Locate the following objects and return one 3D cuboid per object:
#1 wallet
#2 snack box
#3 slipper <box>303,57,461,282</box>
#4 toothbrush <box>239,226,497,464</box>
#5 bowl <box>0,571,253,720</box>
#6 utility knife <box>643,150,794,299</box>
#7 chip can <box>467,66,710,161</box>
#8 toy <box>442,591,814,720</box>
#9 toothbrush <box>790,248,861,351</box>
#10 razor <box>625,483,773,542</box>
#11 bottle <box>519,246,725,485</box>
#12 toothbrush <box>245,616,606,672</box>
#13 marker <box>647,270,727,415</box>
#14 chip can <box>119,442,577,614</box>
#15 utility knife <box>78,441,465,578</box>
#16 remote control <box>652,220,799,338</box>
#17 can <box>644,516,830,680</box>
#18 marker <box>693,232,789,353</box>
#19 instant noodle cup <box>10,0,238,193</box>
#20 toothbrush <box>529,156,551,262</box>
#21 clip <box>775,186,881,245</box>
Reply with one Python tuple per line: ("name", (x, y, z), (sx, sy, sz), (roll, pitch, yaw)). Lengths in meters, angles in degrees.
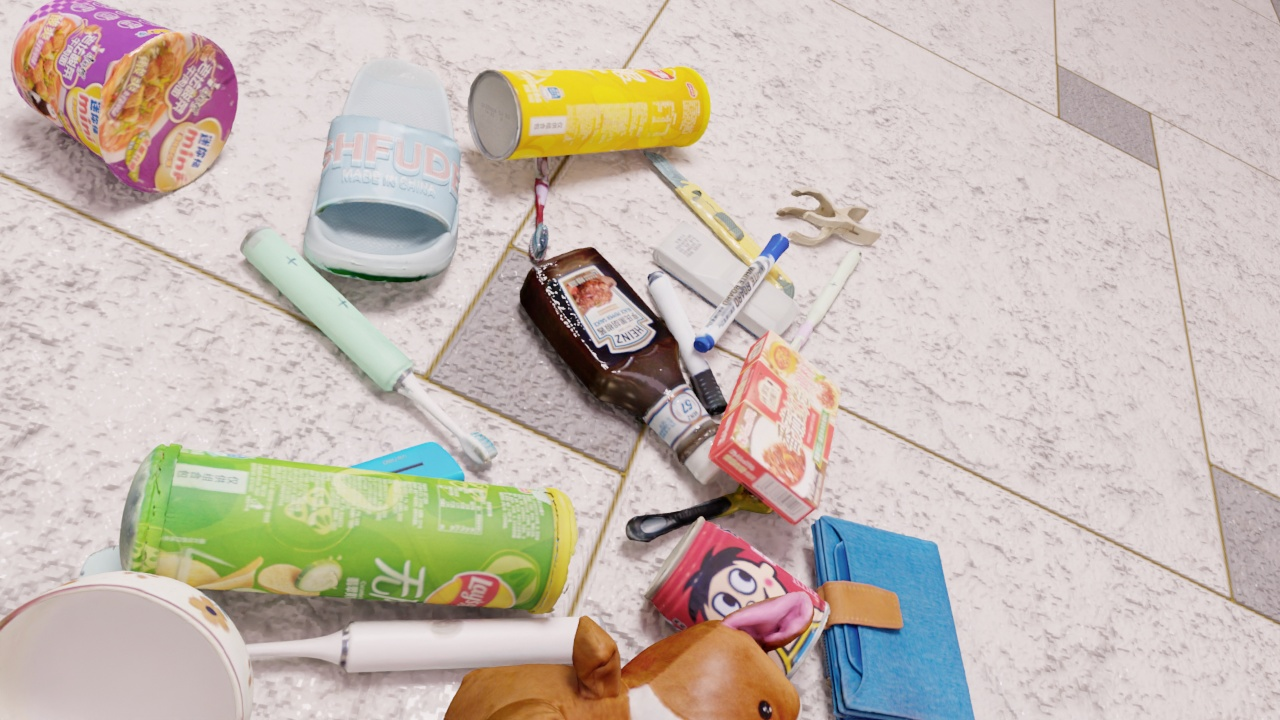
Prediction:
("wallet", (0.162, 0.171, 0.598), (0.106, 0.040, 0.132), (16, 48, -18))
("snack box", (0.099, 0.042, 0.646), (0.075, 0.026, 0.152), (40, 33, -6))
("slipper", (-0.180, -0.152, 0.675), (0.104, 0.074, 0.245), (9, 49, -19))
("toothbrush", (-0.177, -0.010, 0.594), (0.224, 0.027, 0.027), (41, 27, 11))
("bowl", (-0.228, 0.144, 0.412), (0.113, 0.113, 0.062), (20, 7, -8))
("utility knife", (0.069, -0.120, 0.805), (0.195, 0.020, 0.030), (45, 43, 19))
("chip can", (-0.037, -0.209, 0.771), (0.212, 0.072, 0.072), (-17, 62, -40))
("toy", (0.004, 0.191, 0.455), (0.199, 0.140, 0.130), (-5, 27, -33))
("toothbrush", (0.157, -0.046, 0.781), (0.020, 0.029, 0.189), (2, 36, 32))
("razor", (0.049, 0.099, 0.612), (0.142, 0.022, 0.042), (-11, 65, -33))
("bottle", (-0.004, 0.004, 0.651), (0.079, 0.044, 0.195), (-26, 68, -40))
("toothbrush", (-0.126, 0.151, 0.489), (0.220, 0.026, 0.027), (5, 11, -20))
("marker", (0.033, -0.015, 0.700), (0.022, 0.018, 0.130), (-13, 60, -21))
("chip can", (-0.148, 0.091, 0.484), (0.221, 0.073, 0.072), (11, 50, -23))
("utility knife", (-0.199, 0.086, 0.515), (0.206, 0.018, 0.034), (-16, 62, -31))
("remote control", (0.072, -0.065, 0.753), (0.125, 0.024, 0.048), (36, 50, 7))
("can", (0.056, 0.145, 0.550), (0.094, 0.067, 0.066), (36, 48, 6))
("marker", (0.080, -0.055, 0.721), (0.017, 0.017, 0.145), (35, 53, 5))
("instant noodle cup", (-0.344, -0.183, 0.608), (0.099, 0.112, 0.111), (30, 47, 11))
("toothbrush", (-0.080, -0.153, 0.757), (0.016, 0.017, 0.187), (11, 50, -16))
("clip", (0.177, -0.120, 0.840), (0.104, 0.035, 0.080), (17, 46, -22))
